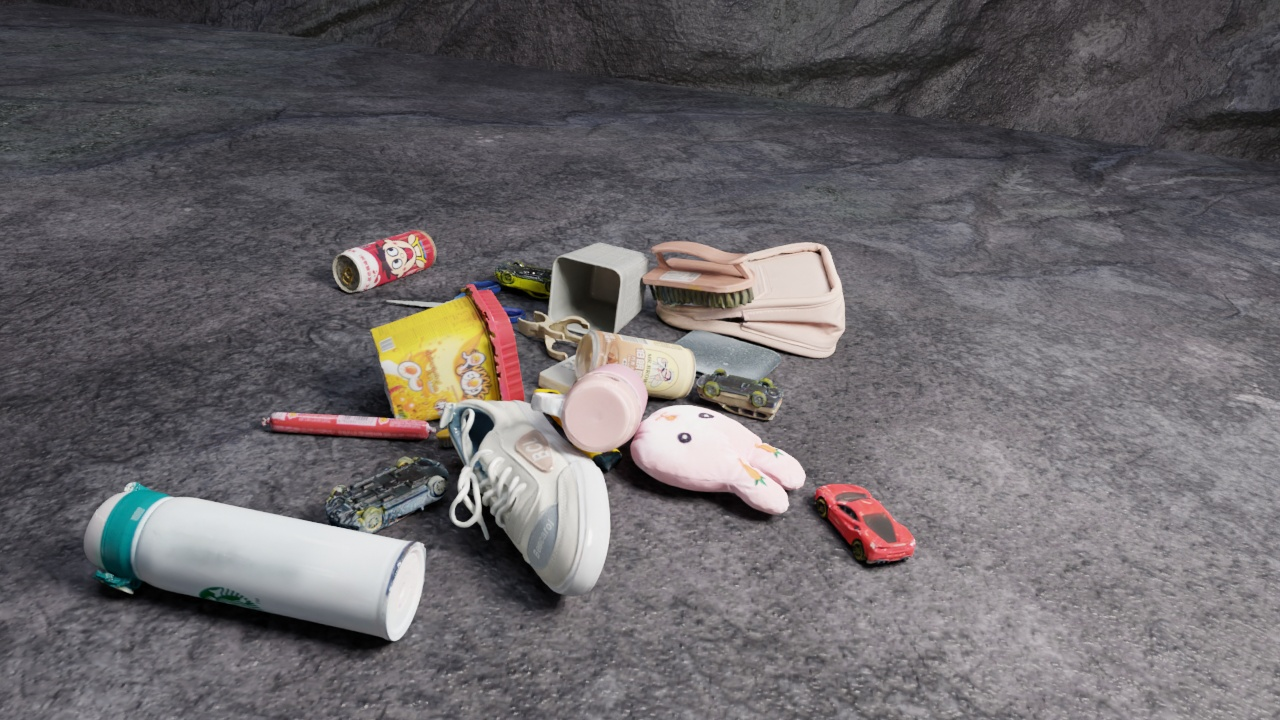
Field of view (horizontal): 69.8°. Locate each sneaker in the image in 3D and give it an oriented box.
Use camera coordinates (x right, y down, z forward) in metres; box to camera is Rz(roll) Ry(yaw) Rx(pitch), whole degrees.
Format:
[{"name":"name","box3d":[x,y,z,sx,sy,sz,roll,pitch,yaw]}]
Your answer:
[{"name":"sneaker","box3d":[-0.101,0.093,0.726,0.090,0.089,0.242,16,15,-30]}]

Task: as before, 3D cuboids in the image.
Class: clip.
[{"name":"clip","box3d":[-0.109,-0.028,1.047,0.105,0.035,0.083,11,32,28]}]

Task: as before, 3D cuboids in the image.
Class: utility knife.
[{"name":"utility knife","box3d":[-0.063,0.063,0.891,0.033,0.015,0.154,-8,29,-32]}]

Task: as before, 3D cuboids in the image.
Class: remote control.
[{"name":"remote control","box3d":[-0.045,0.006,1.007,0.058,0.021,0.149,22,30,27]}]

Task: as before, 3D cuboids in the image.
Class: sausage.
[{"name":"sausage","box3d":[-0.267,0.060,0.842,0.156,0.020,0.020,4,26,-6]}]

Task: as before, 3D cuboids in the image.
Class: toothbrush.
[{"name":"toothbrush","box3d":[-0.103,0.052,0.881,0.191,0.018,0.016,-14,29,-27]}]

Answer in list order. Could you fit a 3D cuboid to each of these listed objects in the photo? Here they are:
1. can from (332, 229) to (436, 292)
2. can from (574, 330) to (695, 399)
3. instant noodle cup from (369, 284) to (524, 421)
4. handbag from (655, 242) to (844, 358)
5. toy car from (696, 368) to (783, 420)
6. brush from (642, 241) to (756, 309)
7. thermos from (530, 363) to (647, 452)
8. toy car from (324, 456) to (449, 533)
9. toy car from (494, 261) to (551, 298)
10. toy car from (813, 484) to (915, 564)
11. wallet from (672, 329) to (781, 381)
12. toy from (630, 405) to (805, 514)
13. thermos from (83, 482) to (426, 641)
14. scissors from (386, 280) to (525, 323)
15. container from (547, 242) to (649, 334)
[{"name":"can","box3d":[-0.325,-0.127,1.171,0.053,0.053,0.132,20,29,25]},{"name":"can","box3d":[-0.006,0.006,0.952,0.116,0.059,0.058,10,23,-24]},{"name":"instant noodle cup","box3d":[-0.189,0.001,0.891,0.123,0.116,0.116,-16,31,-17]},{"name":"handbag","box3d":[0.136,-0.079,1.177,0.234,0.093,0.193,-1,26,2]},{"name":"toy car","box3d":[0.103,0.036,0.966,0.090,0.035,0.042,14,25,16]},{"name":"brush","box3d":[0.074,-0.103,1.100,0.146,0.073,0.063,11,34,40]},{"name":"thermos","box3d":[-0.039,0.038,0.794,0.087,0.067,0.198,10,4,3]},{"name":"toy car","box3d":[-0.202,0.110,0.741,0.049,0.031,0.105,26,33,32]},{"name":"toy car","box3d":[-0.139,-0.102,1.190,0.105,0.032,0.048,14,27,7]},{"name":"toy car","box3d":[0.191,0.136,0.791,0.049,0.031,0.106,-2,25,-20]},{"name":"wallet","box3d":[0.090,-0.001,1.062,0.121,0.019,0.097,19,29,26]},{"name":"toy","box3d":[0.070,0.087,0.837,0.159,0.054,0.121,20,28,18]},{"name":"thermos","box3d":[-0.267,0.139,0.631,0.224,0.073,0.073,10,26,7]},{"name":"scissors","box3d":[-0.220,-0.069,1.126,0.162,0.012,0.174,15,28,14]},{"name":"container","box3d":[-0.046,-0.091,1.132,0.090,0.090,0.114,16,24,17]}]
